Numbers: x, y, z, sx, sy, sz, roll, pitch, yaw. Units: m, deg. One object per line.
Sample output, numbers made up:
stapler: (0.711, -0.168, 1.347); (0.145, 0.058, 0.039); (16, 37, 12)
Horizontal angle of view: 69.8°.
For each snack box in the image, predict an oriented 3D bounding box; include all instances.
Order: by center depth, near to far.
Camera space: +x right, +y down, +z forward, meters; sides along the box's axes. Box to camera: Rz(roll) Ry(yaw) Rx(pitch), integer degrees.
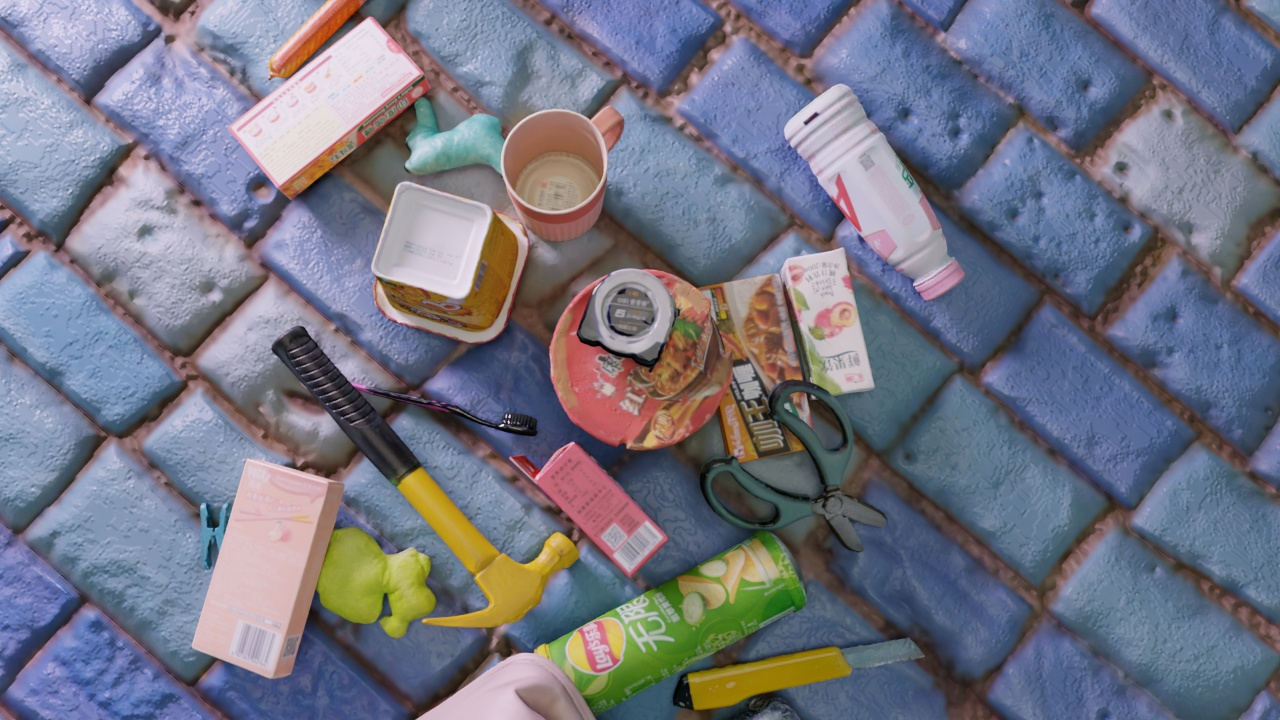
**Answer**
snack box: (-0.039, 0.106, 0.726); (0.127, 0.113, 0.044); (45, 85, 2)
snack box: (-0.299, 0.164, 0.736); (0.084, 0.026, 0.157); (12, 83, 19)
snack box: (-0.264, -0.216, 0.782); (0.155, 0.027, 0.077); (-41, 78, -6)
snack box: (0.097, 0.007, 0.787); (0.075, 0.026, 0.153); (-11, 86, -4)

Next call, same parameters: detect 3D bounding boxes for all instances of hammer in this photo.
hammer: (-0.191, 0.093, 0.745); (0.128, 0.033, 0.300); (-41, 88, -22)

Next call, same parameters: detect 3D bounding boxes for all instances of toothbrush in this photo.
toothbrush: (-0.178, 0.035, 0.777); (0.189, 0.014, 0.017); (14, 67, -1)

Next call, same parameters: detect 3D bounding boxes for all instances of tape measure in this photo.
tape measure: (-0.007, -0.033, 0.672); (0.066, 0.033, 0.066); (23, 86, -3)

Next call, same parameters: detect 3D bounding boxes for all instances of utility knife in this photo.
utility knife: (0.132, 0.261, 0.769); (0.216, 0.015, 0.033); (-10, 91, -2)

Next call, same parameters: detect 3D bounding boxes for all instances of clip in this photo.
clip: (-0.350, 0.144, 0.755); (0.047, 0.014, 0.057); (-3, 83, -6)

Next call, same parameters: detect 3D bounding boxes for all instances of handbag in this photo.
handbag: (-0.081, 0.355, 0.690); (0.194, 0.093, 0.234); (-36, 100, 23)

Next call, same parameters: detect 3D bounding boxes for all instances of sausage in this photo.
sausage: (-0.266, -0.303, 0.799); (0.021, 0.021, 0.165); (42, 83, 1)

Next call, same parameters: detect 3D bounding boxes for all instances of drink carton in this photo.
drink carton: (0.159, -0.029, 0.785); (0.053, 0.045, 0.122); (-12, 85, 1)

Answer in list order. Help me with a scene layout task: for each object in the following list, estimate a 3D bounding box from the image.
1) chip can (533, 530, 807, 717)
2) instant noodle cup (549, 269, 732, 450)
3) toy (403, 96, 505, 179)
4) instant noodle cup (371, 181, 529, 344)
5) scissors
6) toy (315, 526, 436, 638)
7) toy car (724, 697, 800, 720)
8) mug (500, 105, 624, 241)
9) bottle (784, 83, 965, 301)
chip can: (0.027, 0.214, 0.741); (0.221, 0.072, 0.072); (-26, 86, -5)
instant noodle cup: (-0.004, 0.004, 0.740); (0.138, 0.108, 0.138); (0, 84, -4)
toy: (-0.162, -0.190, 0.791); (0.092, 0.030, 0.096); (-15, 75, -6)
instant noodle cup: (-0.156, -0.082, 0.733); (0.116, 0.124, 0.116); (16, 84, -2)
scissors: (0.144, 0.087, 0.764); (0.177, 0.019, 0.171); (20, 101, -9)
toy: (-0.221, 0.182, 0.750); (0.100, 0.031, 0.096); (-9, 86, -5)
toy car: (0.077, 0.321, 0.746); (0.120, 0.037, 0.054); (-26, 104, -2)
mug: (-0.058, -0.158, 0.754); (0.081, 0.106, 0.114); (43, 83, 1)
bottle: (0.205, -0.140, 0.789); (0.068, 0.068, 0.197); (-36, 91, -6)
